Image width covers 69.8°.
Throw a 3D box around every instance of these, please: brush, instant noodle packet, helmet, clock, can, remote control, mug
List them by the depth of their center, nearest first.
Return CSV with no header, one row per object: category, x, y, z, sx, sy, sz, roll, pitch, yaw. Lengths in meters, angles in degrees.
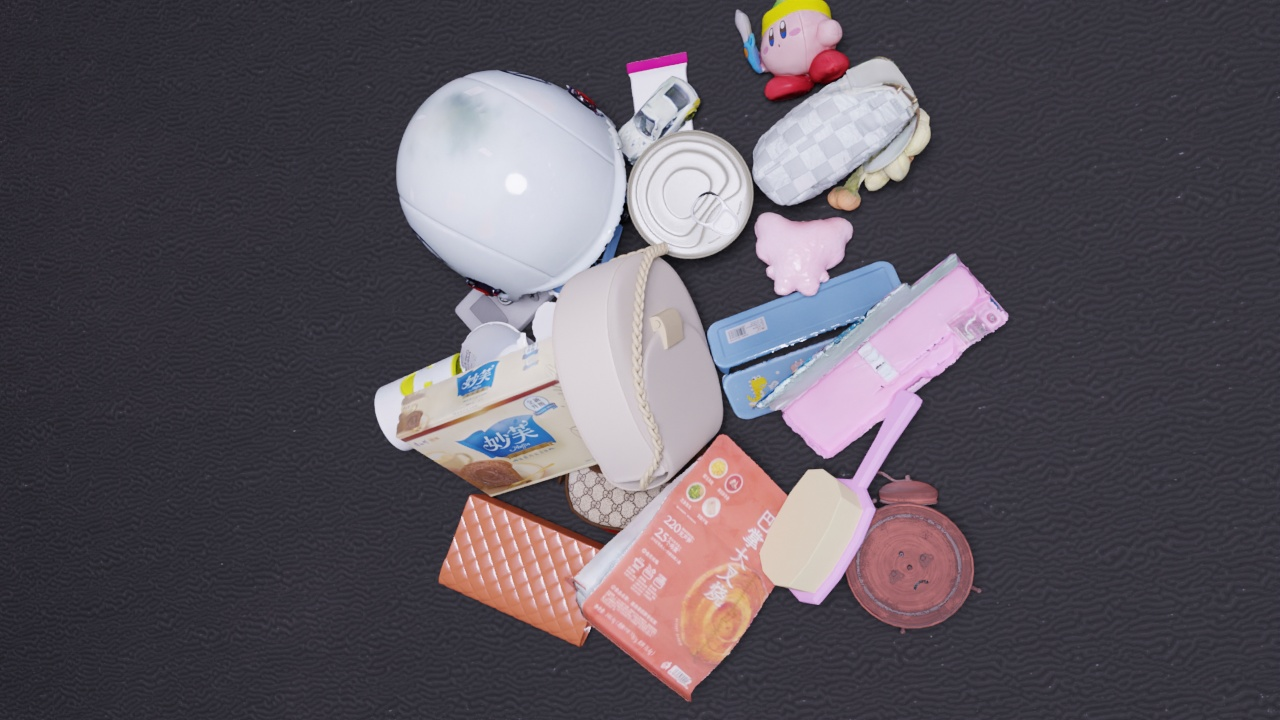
brush,0.195,0.125,0.889,0.043,0.089,0.229,27,96,-21
clock,0.255,0.183,0.906,0.121,0.072,0.157,-33,80,11
instant noodle packet,0.060,0.202,0.920,0.221,0.084,0.164,-47,110,-3
helmet,-0.150,-0.195,0.955,0.264,0.163,0.237,38,99,39
can,0.054,-0.173,0.958,0.128,0.073,0.128,2,101,8
mug,-0.232,0.048,1.037,0.106,0.082,0.082,-22,82,14
remote control,-0.140,-0.085,1.051,0.151,0.019,0.074,-45,78,9

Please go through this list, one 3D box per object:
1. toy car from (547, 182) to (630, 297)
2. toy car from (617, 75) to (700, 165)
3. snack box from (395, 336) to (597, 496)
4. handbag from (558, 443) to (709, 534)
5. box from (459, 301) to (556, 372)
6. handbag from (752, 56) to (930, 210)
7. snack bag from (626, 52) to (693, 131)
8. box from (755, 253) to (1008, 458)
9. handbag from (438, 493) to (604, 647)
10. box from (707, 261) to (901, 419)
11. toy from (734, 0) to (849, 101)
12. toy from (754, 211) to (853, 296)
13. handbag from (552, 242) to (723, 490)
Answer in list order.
toy car,-0.056,-0.129,1.002,0.056,0.055,0.153,22,80,-25
toy car,0.017,-0.260,0.995,0.048,0.033,0.105,44,97,10
snack box,-0.124,0.065,0.948,0.208,0.153,0.055,-20,49,27
handbag,-0.005,0.120,0.993,0.167,0.063,0.138,6,72,19
box,-0.117,-0.006,0.981,0.144,0.136,0.083,-9,74,13
handbag,0.202,-0.213,0.924,0.172,0.112,0.123,-31,114,23
snack bag,0.029,-0.240,1.017,0.070,0.016,0.196,-8,85,10
box,0.223,-0.013,0.886,0.231,0.158,0.066,-42,44,17
handbag,-0.122,0.229,1.009,0.172,0.060,0.109,21,87,12
box,0.179,-0.019,0.949,0.210,0.049,0.120,-20,83,13
toy,0.164,-0.347,0.968,0.124,0.096,0.131,-15,91,53
toy,0.168,-0.111,0.954,0.102,0.050,0.093,2,76,12
handbag,-0.005,0.006,0.887,0.104,0.210,0.208,-14,98,27
